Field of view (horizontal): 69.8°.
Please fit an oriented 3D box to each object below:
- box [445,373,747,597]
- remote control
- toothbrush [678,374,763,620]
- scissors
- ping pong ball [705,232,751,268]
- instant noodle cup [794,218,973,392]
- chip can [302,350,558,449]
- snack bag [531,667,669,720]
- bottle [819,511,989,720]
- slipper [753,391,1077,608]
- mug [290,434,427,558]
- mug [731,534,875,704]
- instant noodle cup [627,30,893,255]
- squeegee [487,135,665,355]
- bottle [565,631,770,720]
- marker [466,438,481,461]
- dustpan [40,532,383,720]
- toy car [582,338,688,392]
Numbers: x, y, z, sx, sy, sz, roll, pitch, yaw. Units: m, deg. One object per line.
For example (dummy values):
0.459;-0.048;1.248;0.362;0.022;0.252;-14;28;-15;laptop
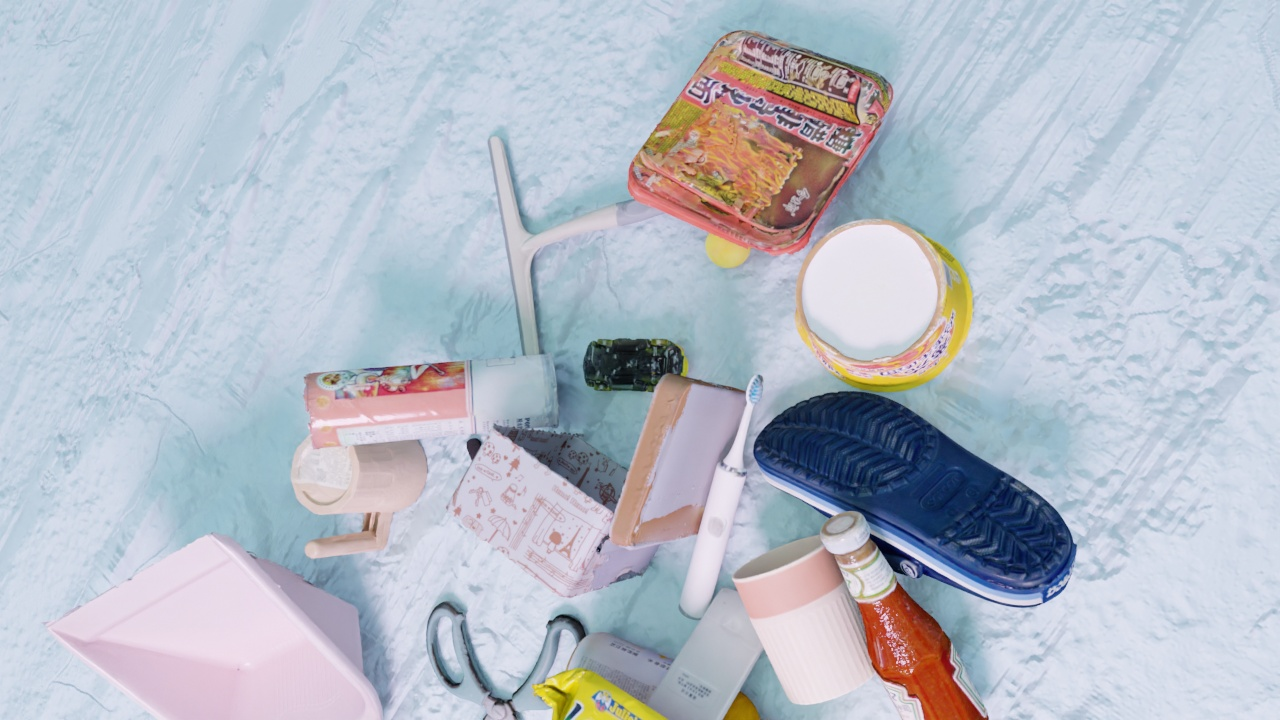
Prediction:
-0.020;0.076;0.746;0.157;0.183;0.193;29;94;21;box
0.058;0.247;0.742;0.056;0.019;0.134;23;52;24;remote control
0.069;0.114;0.758;0.026;0.026;0.221;12;108;-6;toothbrush
-0.120;0.282;0.854;0.179;0.019;0.170;-36;72;14;scissors
0.076;-0.101;0.799;0.040;0.040;0.040;-2;84;21;ping pong ball
0.185;-0.045;0.715;0.138;0.109;0.138;-2;85;22;instant noodle cup
-0.184;0.036;0.820;0.214;0.071;0.071;-5;82;-9;chip can
0.018;0.342;0.703;0.246;0.158;0.068;29;52;19;snack bag
0.190;0.201;0.672;0.060;0.059;0.206;-26;105;17;bottle
0.206;0.108;0.705;0.253;0.095;0.105;26;57;39;slipper
-0.274;0.126;0.883;0.084;0.103;0.124;11;89;22;mug
0.144;0.197;0.726;0.114;0.082;0.106;-22;86;-18;mug
0.099;-0.170;0.760;0.164;0.079;0.188;29;74;22;instant noodle cup
-0.026;-0.130;0.843;0.247;0.039;0.246;-13;81;20;squeegee
0.029;0.289;0.767;0.190;0.068;0.068;16;91;22;bottle
-0.138;0.129;0.878;0.018;0.015;0.123;-32;72;14;marker
-0.373;0.299;0.855;0.223;0.273;0.138;-30;50;19;dustpan
-0.005;0.005;0.827;0.105;0.032;0.048;1;85;33;toy car
